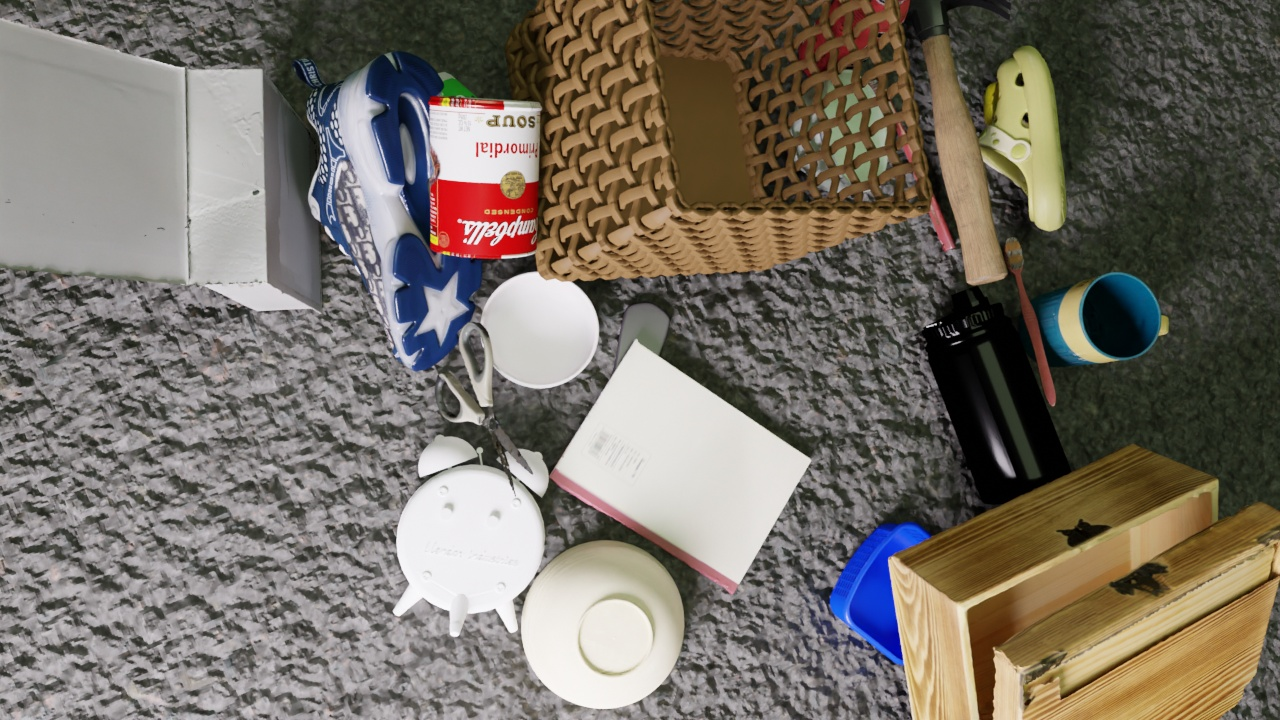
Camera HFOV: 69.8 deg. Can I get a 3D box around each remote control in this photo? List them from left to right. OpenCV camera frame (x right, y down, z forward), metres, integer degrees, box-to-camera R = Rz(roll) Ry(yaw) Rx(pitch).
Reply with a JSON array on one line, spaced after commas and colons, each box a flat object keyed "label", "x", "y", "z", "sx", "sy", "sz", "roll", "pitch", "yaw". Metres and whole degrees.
[{"label": "remote control", "x": -0.005, "y": 0.005, "z": 0.867, "sx": 0.046, "sy": 0.009, "sz": 0.124, "roll": 15, "pitch": 83, "yaw": -8}]

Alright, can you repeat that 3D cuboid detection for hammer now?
[{"label": "hammer", "x": 0.310, "y": -0.225, "z": 0.889, "sx": 0.132, "sy": 0.040, "sz": 0.305, "roll": -12, "pitch": 81, "yaw": 19}]

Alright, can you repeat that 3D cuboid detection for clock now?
[{"label": "clock", "x": -0.146, "y": 0.151, "z": 0.798, "sx": 0.125, "sy": 0.073, "sz": 0.161, "roll": 11, "pitch": 83, "yaw": -8}]

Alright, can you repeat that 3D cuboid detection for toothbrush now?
[{"label": "toothbrush", "x": 0.274, "y": -0.198, "z": 0.929, "sx": 0.016, "sy": 0.016, "sz": 0.190, "roll": -24, "pitch": 90, "yaw": 5}, {"label": "toothbrush", "x": 0.383, "y": -0.040, "z": 0.899, "sx": 0.015, "sy": 0.016, "sz": 0.184, "roll": -8, "pitch": 63, "yaw": 11}]

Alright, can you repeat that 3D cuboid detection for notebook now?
[{"label": "notebook", "x": 0.041, "y": 0.100, "z": 0.858, "sx": 0.208, "sy": 0.012, "sz": 0.153, "roll": 34, "pitch": 80, "yaw": -9}]

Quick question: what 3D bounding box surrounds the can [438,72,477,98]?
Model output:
[{"label": "can", "x": -0.154, "y": -0.183, "z": 0.819, "sx": 0.140, "sy": 0.088, "sz": 0.087, "roll": 40, "pitch": 80, "yaw": -4}]

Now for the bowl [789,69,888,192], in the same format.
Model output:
[{"label": "bowl", "x": 0.183, "y": -0.213, "z": 0.882, "sx": 0.117, "sy": 0.061, "sz": 0.117, "roll": 7, "pitch": 80, "yaw": -46}]

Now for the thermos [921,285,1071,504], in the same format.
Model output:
[{"label": "thermos", "x": 0.336, "y": 0.030, "z": 0.883, "sx": 0.086, "sy": 0.086, "sz": 0.198, "roll": -20, "pitch": 88, "yaw": -11}]

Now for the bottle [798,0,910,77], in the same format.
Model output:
[{"label": "bottle", "x": 0.203, "y": -0.315, "z": 0.845, "sx": 0.062, "sy": 0.177, "sz": 0.062, "roll": 1, "pitch": 84, "yaw": -10}]

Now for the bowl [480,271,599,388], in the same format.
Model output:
[{"label": "bowl", "x": -0.092, "y": -0.025, "z": 0.833, "sx": 0.105, "sy": 0.054, "sz": 0.105, "roll": 1, "pitch": 83, "yaw": -8}]

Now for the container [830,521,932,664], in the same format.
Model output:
[{"label": "container", "x": 0.239, "y": 0.215, "z": 0.864, "sx": 0.096, "sy": 0.058, "sz": 0.114, "roll": 38, "pitch": 80, "yaw": -4}]

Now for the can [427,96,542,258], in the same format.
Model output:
[{"label": "can", "x": -0.123, "y": -0.146, "z": 0.724, "sx": 0.086, "sy": 0.086, "sz": 0.116, "roll": 1, "pitch": 106, "yaw": -10}]

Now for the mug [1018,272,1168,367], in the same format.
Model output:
[{"label": "mug", "x": 0.449, "y": -0.034, "z": 0.898, "sx": 0.113, "sy": 0.107, "sz": 0.083, "roll": 4, "pitch": 82, "yaw": -9}]

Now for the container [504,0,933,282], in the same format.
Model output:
[{"label": "container", "x": 0.055, "y": -0.197, "z": 0.753, "sx": 0.251, "sy": 0.215, "sz": 0.219, "roll": -6, "pitch": 86, "yaw": -32}]

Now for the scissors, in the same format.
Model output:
[{"label": "scissors", "x": -0.132, "y": 0.036, "z": 0.778, "sx": 0.012, "sy": 0.163, "sz": 0.154, "roll": 4, "pitch": 93, "yaw": -41}]

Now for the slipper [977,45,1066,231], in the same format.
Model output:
[{"label": "slipper", "x": 0.381, "y": -0.217, "z": 0.924, "sx": 0.082, "sy": 0.091, "sz": 0.190, "roll": -10, "pitch": 75, "yaw": 28}]

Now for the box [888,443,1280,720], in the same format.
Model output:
[{"label": "box", "x": 0.382, "y": 0.248, "z": 0.793, "sx": 0.278, "sy": 0.168, "sz": 0.245, "roll": -21, "pitch": 115, "yaw": -17}]

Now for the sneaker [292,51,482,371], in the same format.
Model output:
[{"label": "sneaker", "x": -0.225, "y": -0.122, "z": 0.782, "sx": 0.132, "sy": 0.103, "sz": 0.270, "roll": 11, "pitch": 120, "yaw": 29}]

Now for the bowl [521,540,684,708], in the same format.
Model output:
[{"label": "bowl", "x": -0.028, "y": 0.238, "z": 0.809, "sx": 0.150, "sy": 0.075, "sz": 0.150, "roll": 1, "pitch": 85, "yaw": -10}]

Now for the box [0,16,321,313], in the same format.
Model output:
[{"label": "box", "x": -0.356, "y": -0.138, "z": 0.606, "sx": 0.119, "sy": 0.478, "sz": 0.166, "roll": -5, "pitch": 84, "yaw": 16}]
